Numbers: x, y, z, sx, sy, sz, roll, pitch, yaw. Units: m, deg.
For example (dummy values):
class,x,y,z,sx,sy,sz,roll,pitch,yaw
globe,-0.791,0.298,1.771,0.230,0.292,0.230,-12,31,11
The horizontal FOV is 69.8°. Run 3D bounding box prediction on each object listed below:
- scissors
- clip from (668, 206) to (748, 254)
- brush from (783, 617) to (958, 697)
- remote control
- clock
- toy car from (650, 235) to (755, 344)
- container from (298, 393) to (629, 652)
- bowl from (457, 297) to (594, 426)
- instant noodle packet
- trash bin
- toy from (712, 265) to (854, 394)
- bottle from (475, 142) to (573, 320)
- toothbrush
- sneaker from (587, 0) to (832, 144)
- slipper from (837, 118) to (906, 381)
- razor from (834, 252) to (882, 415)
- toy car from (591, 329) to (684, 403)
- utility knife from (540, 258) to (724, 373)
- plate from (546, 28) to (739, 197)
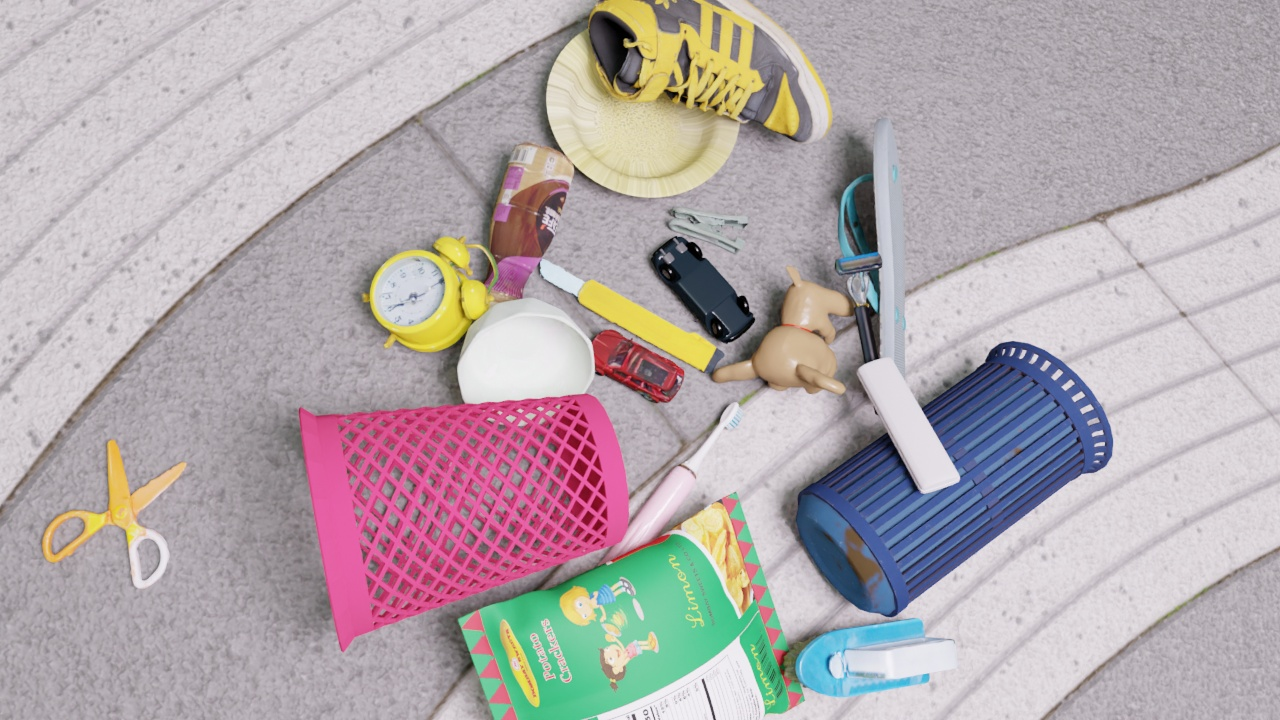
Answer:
class,x,y,z,sx,sy,sz,roll,pitch,yaw
scissors,-0.420,0.130,0.749,0.125,0.011,0.128,-41,89,-13
clip,0.067,-0.135,0.879,0.078,0.023,0.050,27,73,-5
brush,0.192,0.253,0.775,0.135,0.075,0.055,0,78,-25
remote control,0.220,0.050,0.761,0.033,0.012,0.130,-19,51,0
clock,-0.177,-0.058,0.794,0.119,0.057,0.083,-28,72,2
toy car,0.058,-0.066,0.856,0.046,0.034,0.112,-40,86,-15
container,-0.136,0.108,0.726,0.225,0.183,0.183,-10,80,-19
bowl,-0.102,-0.006,0.791,0.117,0.118,0.061,-11,37,-11
instant noodle packet,0.003,0.245,0.743,0.252,0.090,0.195,-21,95,-22
trash bin,0.265,0.106,0.802,0.249,0.139,0.139,-32,85,-13
toy,0.144,-0.018,0.834,0.105,0.134,0.108,35,68,-44
bottle,-0.110,-0.109,0.827,0.059,0.060,0.166,17,84,-5
toothbrush,0.023,0.125,0.814,0.222,0.027,0.026,-51,125,-15
sneaker,0.055,-0.262,0.830,0.238,0.086,0.121,43,69,5
slipper,0.223,-0.090,0.872,0.055,0.098,0.268,-3,88,26
razor,0.202,-0.022,0.818,0.043,0.022,0.144,-10,92,-4
toy car,-0.005,0.005,0.832,0.091,0.036,0.042,27,76,3
utility knife,-0.010,-0.043,0.849,0.191,0.018,0.030,30,70,-6
plate,0.001,-0.237,0.881,0.184,0.036,0.184,2,78,-9
